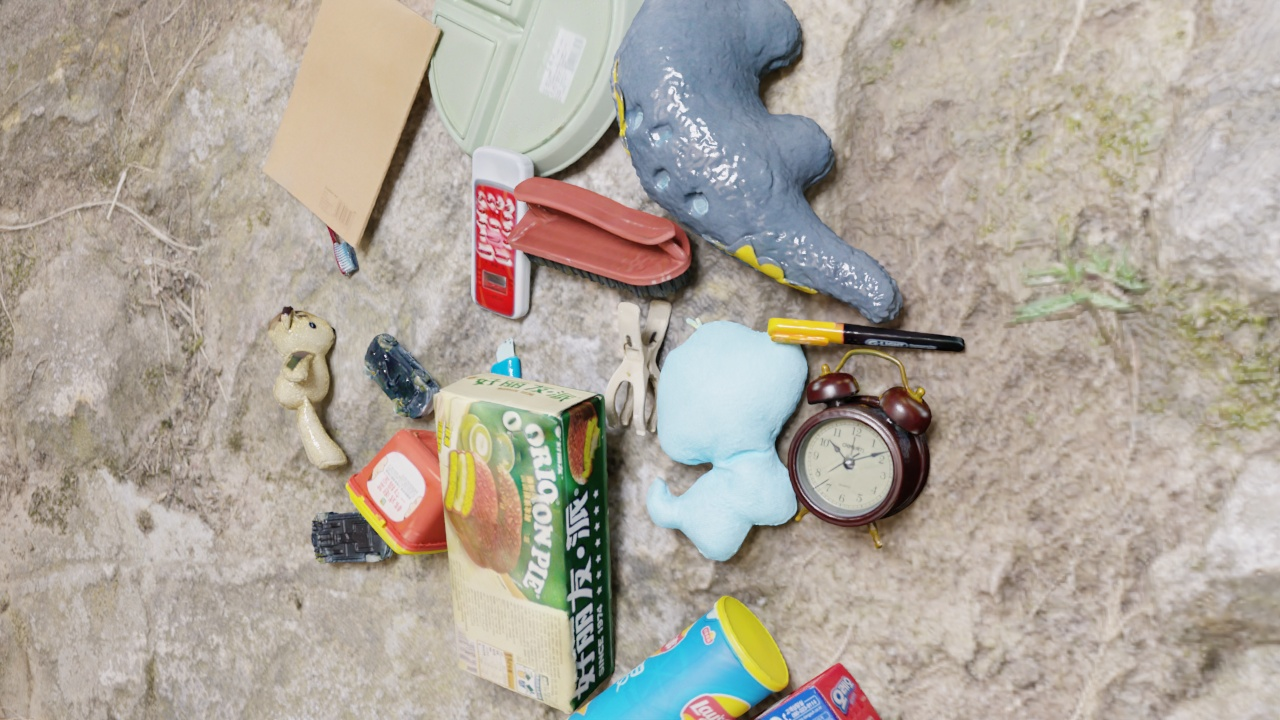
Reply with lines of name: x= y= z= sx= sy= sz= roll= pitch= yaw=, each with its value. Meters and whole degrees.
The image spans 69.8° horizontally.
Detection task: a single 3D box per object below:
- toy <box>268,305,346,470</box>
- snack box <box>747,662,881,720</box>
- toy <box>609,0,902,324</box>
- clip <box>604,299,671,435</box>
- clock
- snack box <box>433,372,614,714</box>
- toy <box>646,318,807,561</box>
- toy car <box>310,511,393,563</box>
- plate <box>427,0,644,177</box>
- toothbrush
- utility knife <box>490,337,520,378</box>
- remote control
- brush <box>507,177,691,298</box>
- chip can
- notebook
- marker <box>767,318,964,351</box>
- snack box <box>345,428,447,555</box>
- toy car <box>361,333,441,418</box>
toy: x=-0.310 y=0.027 z=0.861 sx=0.105 sy=0.066 sz=0.157 roll=157 pitch=100 yaw=-72
snack box: x=0.068 y=0.288 z=0.635 sx=0.208 sy=0.058 sz=0.057 roll=-43 pitch=70 yaw=24
toy: x=0.053 y=-0.172 z=0.619 sx=0.138 sy=0.091 sz=0.356 roll=-22 pitch=82 yaw=17
clip: x=-0.001 y=0.004 z=0.683 sx=0.035 sy=0.070 sz=0.100 roll=11 pitch=103 yaw=31
clock: x=0.140 y=0.053 z=0.588 sx=0.082 sy=0.055 sz=0.122 roll=16 pitch=102 yaw=30
snack box: x=-0.086 y=0.135 z=0.689 sx=0.115 sy=0.063 sz=0.240 roll=9 pitch=110 yaw=30
toy: x=0.058 y=0.046 z=0.638 sx=0.161 sy=0.049 sz=0.156 roll=-35 pitch=83 yaw=14
toy car: x=-0.263 y=0.162 z=0.847 sx=0.106 sy=0.031 sz=0.049 roll=-9 pitch=87 yaw=32
plate: x=-0.092 y=-0.259 z=0.724 sx=0.231 sy=0.027 sz=0.230 roll=1 pitch=92 yaw=38
toothbrush: x=-0.305 y=-0.166 z=0.876 sx=0.017 sy=0.016 sz=0.187 roll=-26 pitch=78 yaw=21
utility knife: x=-0.108 y=0.061 z=0.761 sx=0.034 sy=0.018 sz=0.161 roll=-5 pitch=86 yaw=28
remote control: x=-0.112 y=-0.101 z=0.736 sx=0.056 sy=0.020 sz=0.136 roll=22 pitch=120 yaw=30
brush: x=-0.028 y=-0.092 z=0.671 sx=0.146 sy=0.069 sz=0.063 roll=21 pitch=65 yaw=28
chip can: x=0.000 y=0.254 z=0.643 sx=0.210 sy=0.071 sz=0.071 roll=-40 pitch=71 yaw=12
notebook: x=-0.265 y=-0.229 z=0.827 sx=0.149 sy=0.012 sz=0.212 roll=38 pitch=113 yaw=25
marker: x=0.144 y=-0.015 z=0.591 sx=0.124 sy=0.018 sz=0.015 roll=6 pitch=68 yaw=15
snack box: x=-0.188 y=0.109 z=0.775 sx=0.091 sy=0.082 sz=0.080 roll=42 pitch=101 yaw=23
toy car: x=-0.211 y=0.013 z=0.811 sx=0.090 sy=0.034 sz=0.043 roll=41 pitch=113 yaw=26
